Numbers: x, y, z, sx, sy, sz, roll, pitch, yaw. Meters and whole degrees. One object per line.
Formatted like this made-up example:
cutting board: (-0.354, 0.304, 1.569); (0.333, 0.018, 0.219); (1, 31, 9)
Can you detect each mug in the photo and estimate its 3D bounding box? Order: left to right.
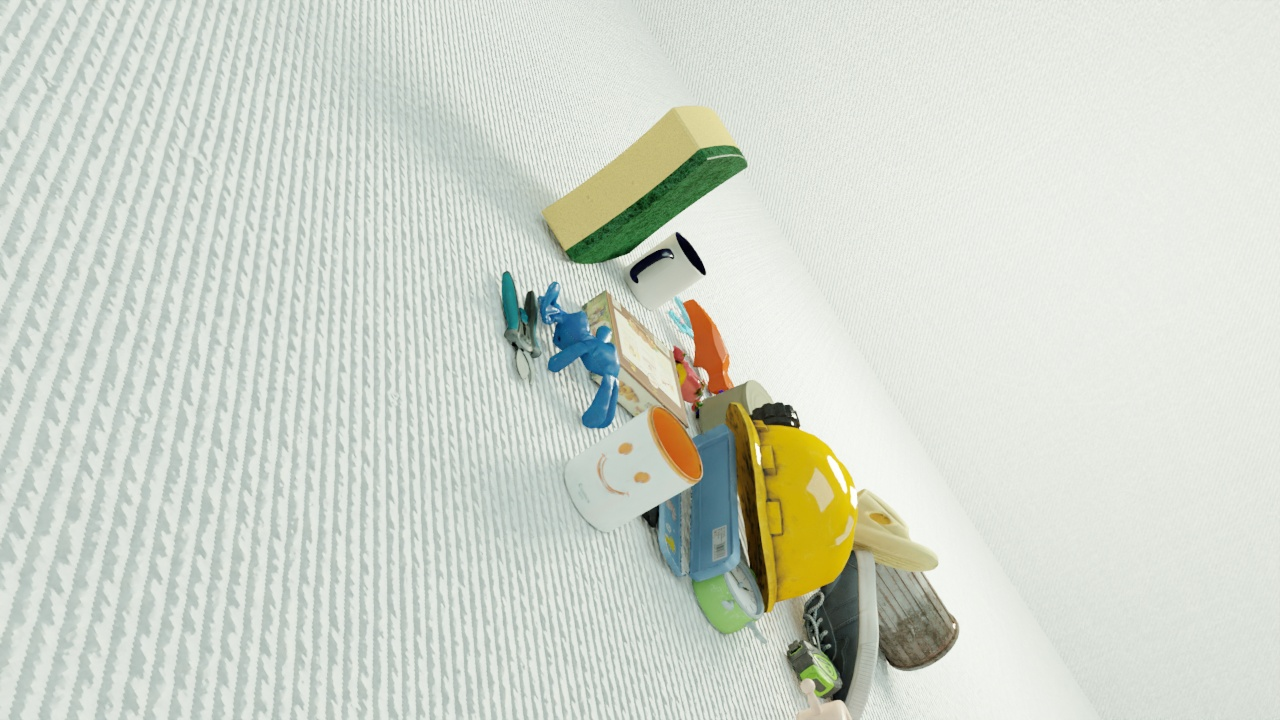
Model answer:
mug: (-0.007, 0.103, 0.867); (0.082, 0.105, 0.082); (47, 21, -25)
mug: (0.029, -0.133, 1.348); (0.078, 0.097, 0.111); (63, 20, 17)

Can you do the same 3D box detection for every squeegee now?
squeegee: (0.107, -0.007, 1.397); (0.249, 0.055, 0.184); (4, 63, -67)

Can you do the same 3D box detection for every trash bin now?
trash bin: (0.366, 0.340, 1.366); (0.211, 0.131, 0.130); (55, 19, -11)

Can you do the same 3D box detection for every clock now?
clock: (0.093, 0.242, 0.984); (0.094, 0.043, 0.119); (49, 21, -24)
clock: (0.190, 0.415, 0.915); (0.160, 0.086, 0.130); (54, 17, -37)

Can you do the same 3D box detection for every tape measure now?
tape measure: (0.203, 0.365, 1.072); (0.065, 0.036, 0.058); (37, 17, -37)

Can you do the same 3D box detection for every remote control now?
remote control: (0.017, 0.137, 1.008); (0.033, 0.015, 0.146); (53, 19, -9)

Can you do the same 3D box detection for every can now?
can: (0.145, 0.097, 1.271); (0.128, 0.073, 0.127); (45, 30, -36)

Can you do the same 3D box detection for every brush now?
brush: (0.010, -0.228, 1.215); (0.075, 0.251, 0.194); (58, 23, 4)

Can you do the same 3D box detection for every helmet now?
helmet: (0.184, 0.163, 1.074); (0.206, 0.131, 0.254); (85, -2, -46)

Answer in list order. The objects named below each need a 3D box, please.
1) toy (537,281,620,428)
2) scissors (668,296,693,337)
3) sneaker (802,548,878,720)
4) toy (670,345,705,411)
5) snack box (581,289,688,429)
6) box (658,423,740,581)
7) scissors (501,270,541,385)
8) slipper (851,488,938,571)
toy: (-0.066, -0.014, 0.976); (0.176, 0.071, 0.112); (63, 9, 17)
scissors: (0.081, -0.054, 1.489); (0.138, 0.015, 0.119); (49, 20, -39)
sneaker: (0.247, 0.334, 1.154); (0.089, 0.087, 0.234); (93, 6, -49)
toy: (0.055, 0.019, 1.242); (0.103, 0.046, 0.084); (50, 0, 8)
snack box: (-0.007, 0.007, 1.121); (0.143, 0.041, 0.146); (43, 23, -35)
box: (0.056, 0.135, 1.000); (0.079, 0.073, 0.209); (48, 27, -28)
scissors: (-0.124, -0.038, 0.942); (0.149, 0.019, 0.130); (59, 21, 2)
slipper: (0.278, 0.211, 1.246); (0.261, 0.079, 0.111); (20, -21, 4)
